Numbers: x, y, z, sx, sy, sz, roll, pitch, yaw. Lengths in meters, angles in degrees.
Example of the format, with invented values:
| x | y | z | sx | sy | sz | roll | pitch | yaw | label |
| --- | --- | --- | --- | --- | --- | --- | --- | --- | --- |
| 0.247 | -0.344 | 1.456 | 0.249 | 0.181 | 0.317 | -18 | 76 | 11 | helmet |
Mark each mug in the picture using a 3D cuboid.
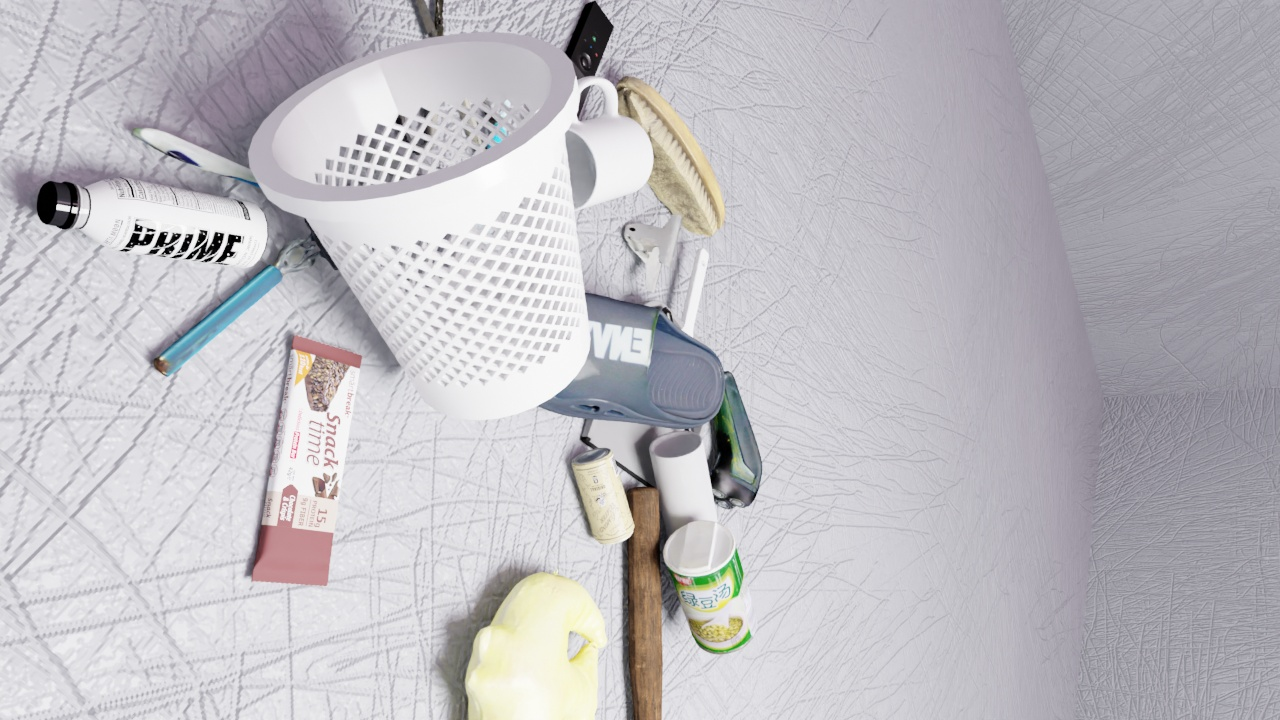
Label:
| x | y | z | sx | sy | sz | roll | pitch | yaw | label |
| --- | --- | --- | --- | --- | --- | --- | --- | --- | --- |
| -0.043 | -0.195 | 0.818 | 0.090 | 0.074 | 0.111 | -31 | 126 | -52 | mug |

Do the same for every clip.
| x | y | z | sx | sy | sz | roll | pitch | yaw | label |
| --- | --- | --- | --- | --- | --- | --- | --- | --- | --- |
| 0.013 | -0.114 | 0.922 | 0.101 | 0.052 | 0.058 | -76 | 155 | -52 | clip |

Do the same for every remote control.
| x | y | z | sx | sy | sz | roll | pitch | yaw | label |
| --- | --- | --- | --- | --- | --- | --- | --- | --- | --- |
| -0.058 | -0.279 | 0.871 | 0.034 | 0.013 | 0.149 | 45 | 51 | -41 | remote control |

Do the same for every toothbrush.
| x | y | z | sx | sy | sz | roll | pitch | yaw | label |
| --- | --- | --- | --- | --- | --- | --- | --- | --- | --- |
| -0.236 | -0.107 | 0.597 | 0.189 | 0.016 | 0.017 | 24 | 76 | -51 | toothbrush |

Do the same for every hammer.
| x | y | z | sx | sy | sz | roll | pitch | yaw | label |
| --- | --- | --- | --- | --- | --- | --- | --- | --- | --- |
| -0.018 | 0.265 | 0.828 | 0.217 | 0.037 | 0.300 | 10 | 76 | -53 | hammer |

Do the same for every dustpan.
| x | y | z | sx | sy | sz | roll | pitch | yaw | label |
| --- | --- | --- | --- | --- | --- | --- | --- | --- | --- |
| 0.030 | -0.003 | 0.935 | 0.163 | 0.033 | 0.257 | 41 | 54 | -44 | dustpan |

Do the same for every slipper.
| x | y | z | sx | sy | sz | roll | pitch | yaw | label |
| --- | --- | --- | --- | --- | --- | --- | --- | --- | --- |
| -0.005 | 0.005 | 0.815 | 0.267 | 0.083 | 0.110 | 18 | 78 | -40 | slipper |

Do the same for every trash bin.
| x | y | z | sx | sy | sz | roll | pitch | yaw | label |
| --- | --- | --- | --- | --- | --- | --- | --- | --- | --- |
| -0.118 | -0.077 | 0.605 | 0.200 | 0.196 | 0.194 | 77 | 31 | -42 | trash bin |

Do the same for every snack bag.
| x | y | z | sx | sy | sz | roll | pitch | yaw | label |
| --- | --- | --- | --- | --- | --- | --- | --- | --- | --- |
| -0.215 | 0.066 | 0.600 | 0.057 | 0.013 | 0.157 | 25 | 65 | -52 | snack bag |

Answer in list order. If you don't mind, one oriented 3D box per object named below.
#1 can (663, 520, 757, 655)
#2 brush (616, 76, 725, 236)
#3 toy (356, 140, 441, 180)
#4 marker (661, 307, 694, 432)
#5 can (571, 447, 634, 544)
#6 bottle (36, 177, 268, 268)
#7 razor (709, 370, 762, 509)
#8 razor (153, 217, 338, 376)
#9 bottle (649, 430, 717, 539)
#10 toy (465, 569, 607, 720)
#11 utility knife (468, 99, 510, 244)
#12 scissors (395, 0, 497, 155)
| x | y | z | sx | sy | sz | roll | pitch | yaw | label |
| --- | --- | --- | --- | --- | --- | --- | --- | --- | --- |
| 0.068 | 0.216 | 0.872 | 0.067 | 0.067 | 0.121 | -55 | 138 | -43 | can |
| 0.030 | -0.205 | 0.945 | 0.195 | 0.059 | 0.043 | 53 | 55 | -33 | brush |
| -0.166 | -0.125 | 0.684 | 0.111 | 0.030 | 0.049 | 15 | 89 | -58 | toy |
| 0.038 | 0.019 | 0.917 | 0.011 | 0.011 | 0.152 | -35 | 119 | -51 | marker |
| -0.033 | 0.122 | 0.824 | 0.038 | 0.038 | 0.079 | -33 | 111 | -51 | can |
| -0.273 | -0.079 | 0.518 | 0.115 | 0.041 | 0.041 | 4 | 82 | -54 | bottle |
| 0.095 | 0.087 | 1.006 | 0.067 | 0.054 | 0.151 | -4 | 82 | -37 | razor |
| -0.244 | -0.040 | 0.571 | 0.143 | 0.022 | 0.042 | -52 | 133 | -38 | razor |
| 0.051 | 0.167 | 0.916 | 0.052 | 0.053 | 0.195 | -42 | 128 | -49 | bottle |
| -0.081 | 0.245 | 0.716 | 0.155 | 0.065 | 0.170 | 37 | 53 | -45 | toy |
| -0.119 | -0.178 | 0.752 | 0.022 | 0.015 | 0.178 | 28 | 70 | -63 | utility knife |
| -0.158 | -0.228 | 0.723 | 0.157 | 0.013 | 0.165 | 53 | 46 | -39 | scissors |
